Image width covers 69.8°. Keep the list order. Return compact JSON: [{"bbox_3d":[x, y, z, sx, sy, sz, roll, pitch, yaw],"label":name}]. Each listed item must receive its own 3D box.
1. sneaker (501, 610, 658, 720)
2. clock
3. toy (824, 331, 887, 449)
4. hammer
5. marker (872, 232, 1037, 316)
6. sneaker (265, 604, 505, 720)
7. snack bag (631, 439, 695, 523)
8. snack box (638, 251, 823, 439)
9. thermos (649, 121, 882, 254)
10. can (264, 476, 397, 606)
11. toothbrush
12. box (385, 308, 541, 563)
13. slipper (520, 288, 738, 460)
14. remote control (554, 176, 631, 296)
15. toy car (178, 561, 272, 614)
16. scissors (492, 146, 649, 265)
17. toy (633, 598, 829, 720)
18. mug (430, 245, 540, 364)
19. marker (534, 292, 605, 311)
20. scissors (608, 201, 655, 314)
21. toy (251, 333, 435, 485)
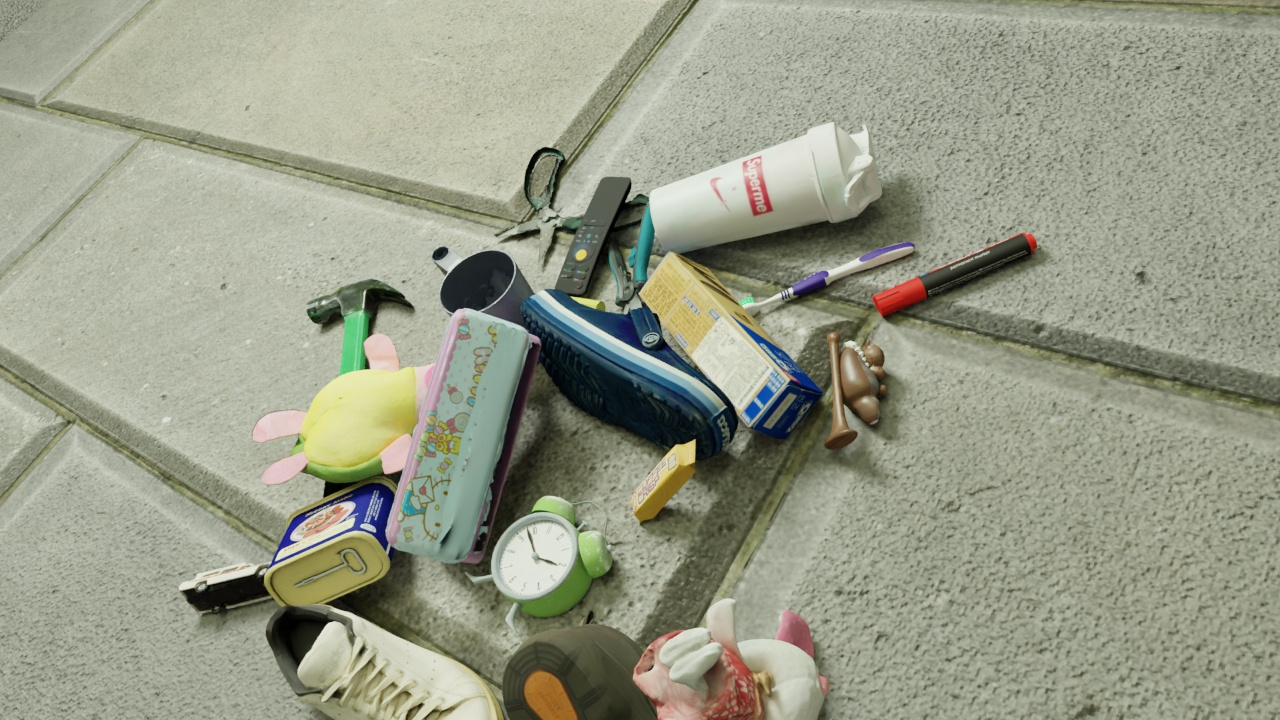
[{"bbox_3d":[0.014,0.272,0.633,0.101,0.142,0.238,-44,80,15],"label":"sneaker"},{"bbox_3d":[-0.077,0.167,0.777,0.119,0.042,0.094,-43,51,-10],"label":"clock"},{"bbox_3d":[0.180,0.024,0.769,0.054,0.042,0.101,10,62,-16],"label":"toy"},{"bbox_3d":[-0.313,0.036,0.992,0.130,0.032,0.318,-17,51,11],"label":"hammer"},{"bbox_3d":[0.279,-0.078,0.817,0.145,0.021,0.023,-23,27,7],"label":"marker"},{"bbox_3d":[-0.211,0.254,0.731,0.242,0.102,0.088,17,64,33],"label":"sneaker"},{"bbox_3d":[0.018,0.102,0.765,0.099,0.020,0.026,-52,28,39],"label":"snack bag"},{"bbox_3d":[0.078,-0.017,0.830,0.056,0.057,0.206,-52,47,17],"label":"snack box"},{"bbox_3d":[0.124,-0.163,0.910,0.221,0.099,0.099,-14,50,20],"label":"thermos"},{"bbox_3d":[-0.275,0.167,0.834,0.116,0.056,0.092,-24,23,6],"label":"can"},{"bbox_3d":[0.168,-0.076,0.869,0.187,0.015,0.016,-21,44,8],"label":"toothbrush"},{"bbox_3d":[-0.162,0.065,0.805,0.089,0.092,0.214,0,72,55],"label":"box"},{"bbox_3d":[-0.005,0.005,0.834,0.095,0.105,0.253,-41,50,-23],"label":"slipper"},{"bbox_3d":[-0.049,-0.135,0.995,0.041,0.020,0.151,9,66,31],"label":"remote control"},{"bbox_3d":[-0.386,0.214,0.886,0.113,0.039,0.039,-16,29,12],"label":"toy car"},{"bbox_3d":[-0.078,-0.191,1.068,0.202,0.015,0.201,-11,52,14],"label":"scissors"},{"bbox_3d":[0.071,0.213,0.584,0.084,0.194,0.158,-28,43,24],"label":"toy"},{"bbox_3d":[-0.155,-0.056,0.940,0.083,0.104,0.124,-46,50,-13],"label":"mug"},{"bbox_3d":[-0.093,-0.060,0.973,0.124,0.017,0.021,10,92,32],"label":"marker"},{"bbox_3d":[-0.011,-0.095,0.949,0.125,0.019,0.155,16,87,60],"label":"scissors"},{"bbox_3d":[-0.253,0.055,0.889,0.238,0.088,0.190,-19,42,-10],"label":"toy"}]
